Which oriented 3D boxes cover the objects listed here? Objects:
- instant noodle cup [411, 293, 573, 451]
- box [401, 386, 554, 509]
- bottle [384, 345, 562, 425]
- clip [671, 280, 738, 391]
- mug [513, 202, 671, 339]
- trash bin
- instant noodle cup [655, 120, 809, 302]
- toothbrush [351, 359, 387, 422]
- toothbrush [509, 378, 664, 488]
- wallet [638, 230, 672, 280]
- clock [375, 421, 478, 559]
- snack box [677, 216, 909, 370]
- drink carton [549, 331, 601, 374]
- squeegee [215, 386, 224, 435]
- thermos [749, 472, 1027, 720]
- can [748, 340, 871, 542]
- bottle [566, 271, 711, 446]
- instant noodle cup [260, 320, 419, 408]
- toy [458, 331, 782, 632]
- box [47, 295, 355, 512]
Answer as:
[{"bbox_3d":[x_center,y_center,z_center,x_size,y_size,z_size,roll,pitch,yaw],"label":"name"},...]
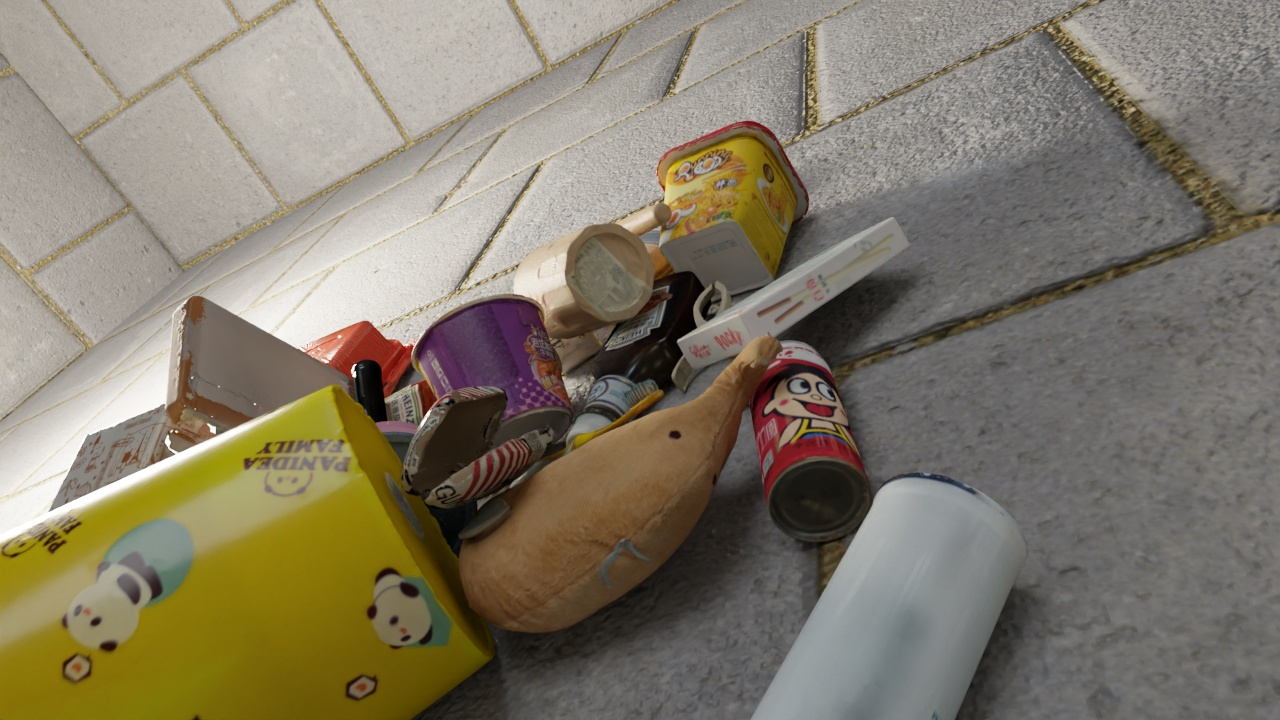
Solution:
[{"bbox_3d":[-0.107,0.020,0.707,0.111,0.111,0.099,-30,67,3],"label":"instant noodle cup"},{"bbox_3d":[-0.092,0.063,0.567,0.075,0.081,0.163,-62,-2,1],"label":"box"},{"bbox_3d":[-0.164,0.036,0.816,0.206,0.060,0.059,-22,26,20],"label":"bottle"},{"bbox_3d":[0.056,-0.019,0.703,0.062,0.034,0.096,-17,37,27],"label":"clip"},{"bbox_3d":[-0.035,-0.078,0.759,0.124,0.084,0.104,-49,18,-22],"label":"mug"},{"bbox_3d":[-0.237,0.153,0.508,0.255,0.230,0.229,-30,24,-9],"label":"trash bin"},{"bbox_3d":[0.074,-0.123,0.792,0.116,0.116,0.123,-16,40,30],"label":"instant noodle cup"},{"bbox_3d":[-0.219,0.082,0.760,0.027,0.026,0.212,-34,47,14],"label":"toothbrush"},{"bbox_3d":[-0.044,0.055,0.625,0.016,0.018,0.192,-21,-10,-43],"label":"toothbrush"},{"bbox_3d":[-0.014,-0.083,0.901,0.115,0.033,0.090,-41,24,-18],"label":"wallet"},{"bbox_3d":[-0.195,0.105,0.648,0.158,0.117,0.060,-21,19,-11],"label":"clock"},{"bbox_3d":[0.107,-0.046,0.637,0.156,0.027,0.085,-32,4,-28],"label":"snack box"},{"bbox_3d":[-0.084,-0.030,0.864,0.053,0.045,0.122,-36,24,-7],"label":"drink carton"},{"bbox_3d":[-0.300,0.063,0.913,0.250,0.040,0.247,-11,63,7],"label":"squeegee"},{"bbox_3d":[0.075,0.144,0.337,0.073,0.073,0.223,-3,38,47],"label":"thermos"},{"bbox_3d":[0.091,0.040,0.521,0.053,0.053,0.132,-25,25,14],"label":"can"},{"bbox_3d":[-0.004,0.004,0.713,0.080,0.044,0.194,-19,28,36],"label":"bottle"},{"bbox_3d":[-0.345,0.024,1.027,0.165,0.079,0.188,-21,24,19],"label":"instant noodle cup"},{"bbox_3d":[-0.005,0.072,0.519,0.226,0.082,0.143,-34,20,14],"label":"toy"},{"bbox_3d":[-0.332,0.065,0.746,0.157,0.183,0.192,-18,50,27],"label":"box"}]
